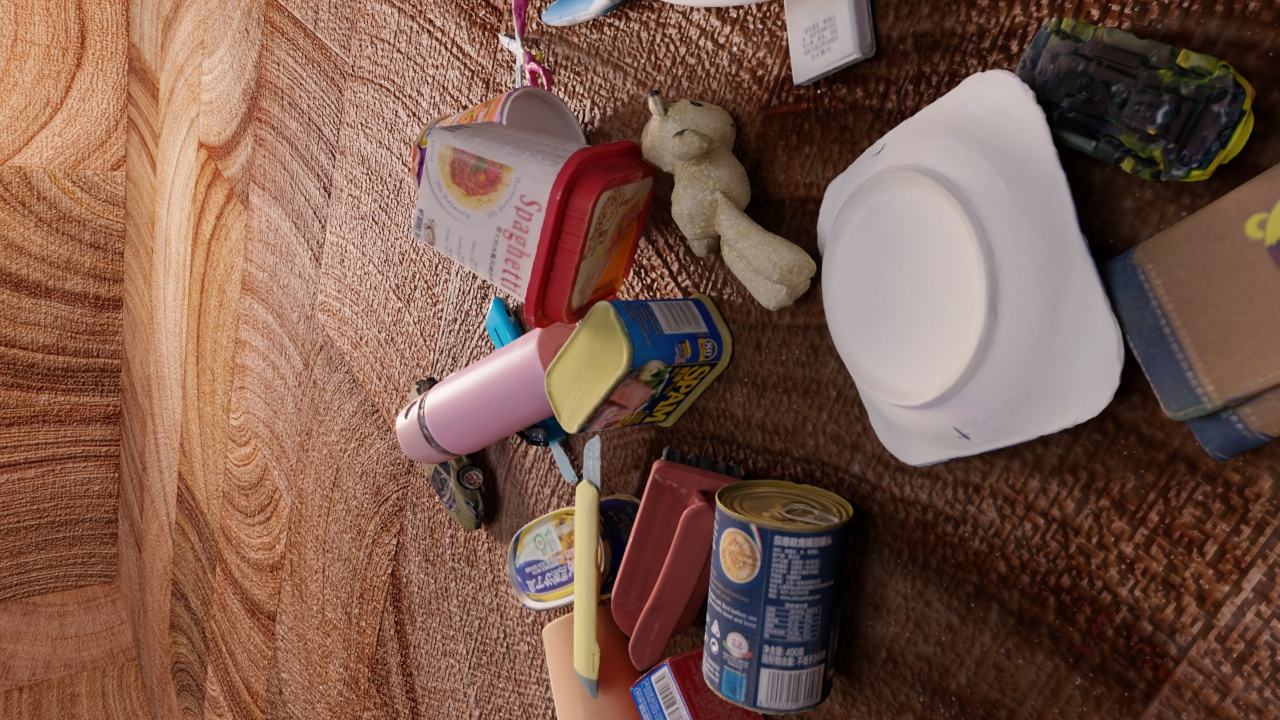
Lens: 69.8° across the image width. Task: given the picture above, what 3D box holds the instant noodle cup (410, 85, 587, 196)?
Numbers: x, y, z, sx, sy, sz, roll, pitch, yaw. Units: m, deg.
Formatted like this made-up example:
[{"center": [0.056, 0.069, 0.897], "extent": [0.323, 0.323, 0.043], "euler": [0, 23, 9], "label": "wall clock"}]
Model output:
[{"center": [-0.100, -0.150, 0.696], "extent": [0.099, 0.111, 0.111], "euler": [-14, 83, 43], "label": "instant noodle cup"}]

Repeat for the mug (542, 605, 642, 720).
[{"center": [-0.029, 0.248, 0.670], "extent": [0.078, 0.078, 0.122], "euler": [-49, 52, 43], "label": "mug"}]

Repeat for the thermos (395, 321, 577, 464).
[{"center": [-0.119, 0.025, 0.743], "extent": [0.199, 0.067, 0.087], "euler": [-26, 37, 40], "label": "thermos"}]

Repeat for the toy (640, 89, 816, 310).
[{"center": [0.050, -0.096, 0.541], "extent": [0.157, 0.066, 0.105], "euler": [60, -179, 29], "label": "toy"}]

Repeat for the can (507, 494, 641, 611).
[{"center": [-0.047, 0.148, 0.699], "extent": [0.149, 0.049, 0.074], "euler": [-32, 69, 49], "label": "can"}]

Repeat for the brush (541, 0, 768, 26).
[{"center": [-0.007, -0.248, 0.563], "extent": [0.060, 0.109, 0.315], "euler": [-50, 40, -10], "label": "brush"}]

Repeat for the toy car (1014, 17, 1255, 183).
[{"center": [0.196, -0.106, 0.372], "extent": [0.105, 0.032, 0.048], "euler": [52, 133, 51], "label": "toy car"}]

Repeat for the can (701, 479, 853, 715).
[{"center": [0.076, 0.132, 0.517], "extent": [0.075, 0.075, 0.111], "euler": [18, 108, 50], "label": "can"}]

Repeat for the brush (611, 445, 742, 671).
[{"center": [0.019, 0.131, 0.587], "extent": [0.069, 0.063, 0.146], "euler": [-84, 11, -61], "label": "brush"}]

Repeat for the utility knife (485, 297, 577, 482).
[{"center": [-0.090, 0.026, 0.768], "extent": [0.034, 0.018, 0.182], "euler": [-52, 56, 41], "label": "utility knife"}]

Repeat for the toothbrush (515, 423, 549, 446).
[{"center": [-0.123, 0.049, 0.802], "extent": [0.189, 0.014, 0.017], "euler": [16, 109, 58], "label": "toothbrush"}]

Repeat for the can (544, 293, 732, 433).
[{"center": [-0.004, 0.003, 0.599], "extent": [0.102, 0.083, 0.057], "euler": [-51, 55, 42], "label": "can"}]

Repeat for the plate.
[{"center": [0.133, -0.034, 0.433], "extent": [0.165, 0.034, 0.163], "euler": [-36, 65, 61], "label": "plate"}]

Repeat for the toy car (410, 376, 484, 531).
[{"center": [-0.184, 0.088, 0.870], "extent": [0.158, 0.042, 0.070], "euler": [64, 149, 21], "label": "toy car"}]

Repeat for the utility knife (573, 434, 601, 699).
[{"center": [-0.037, 0.141, 0.628], "extent": [0.031, 0.019, 0.183], "euler": [9, 104, 47], "label": "utility knife"}]

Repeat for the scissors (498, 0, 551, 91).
[{"center": [-0.094, -0.250, 0.730], "extent": [0.133, 0.017, 0.134], "euler": [-129, 35, -52], "label": "scissors"}]

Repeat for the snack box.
[{"center": [0.065, 0.283, 0.561], "extent": [0.057, 0.058, 0.207], "euler": [-52, 54, 41], "label": "snack box"}]

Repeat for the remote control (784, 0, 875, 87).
[{"center": [0.096, -0.216, 0.495], "extent": [0.049, 0.024, 0.125], "euler": [-10, 87, 54], "label": "remote control"}]

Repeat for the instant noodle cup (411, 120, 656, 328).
[{"center": [-0.071, -0.098, 0.594], "extent": [0.124, 0.116, 0.116], "euler": [25, 116, 16], "label": "instant noodle cup"}]

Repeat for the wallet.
[{"center": [0.237, -0.026, 0.328], "extent": [0.116, 0.033, 0.090], "euler": [-40, 62, 43], "label": "wallet"}]
